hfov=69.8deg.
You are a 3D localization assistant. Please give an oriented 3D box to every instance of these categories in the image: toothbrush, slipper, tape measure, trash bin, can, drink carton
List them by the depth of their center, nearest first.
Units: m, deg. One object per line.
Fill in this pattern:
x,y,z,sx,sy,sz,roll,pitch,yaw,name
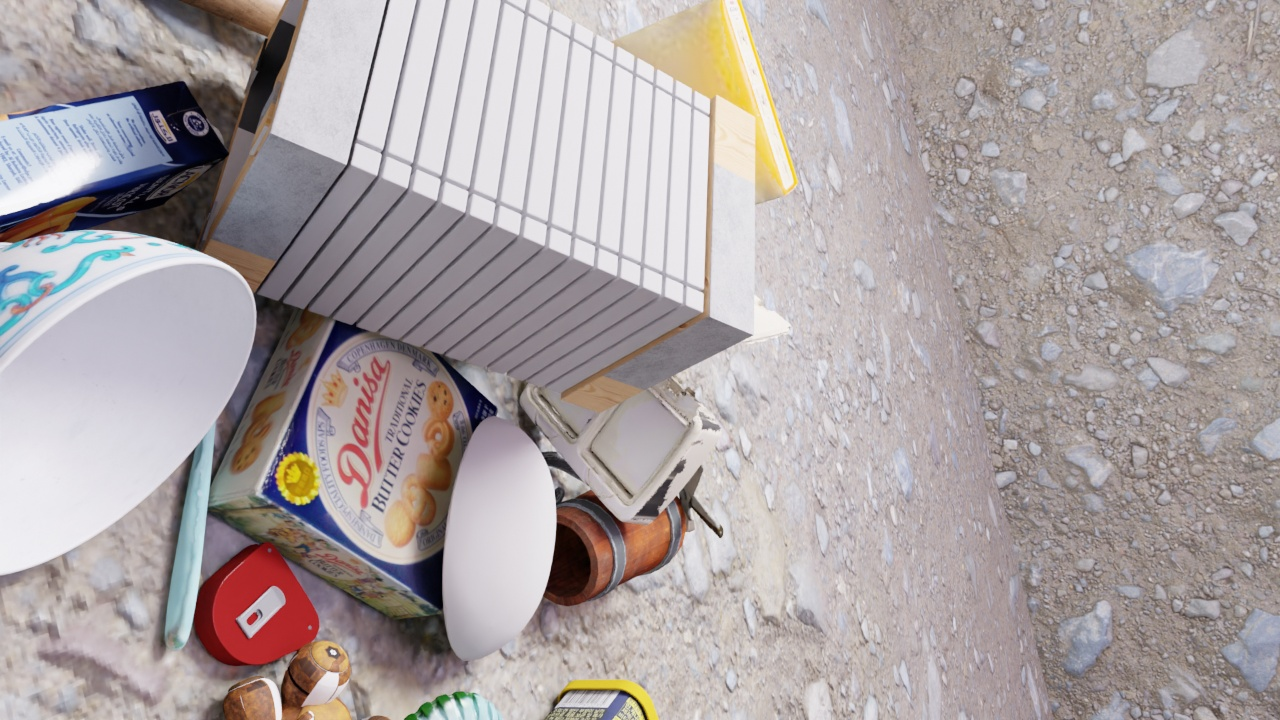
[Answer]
-0.248,-0.078,0.388,0.040,0.064,0.129,62,32,-12,drink carton
-0.215,0.047,0.446,0.016,0.016,0.180,29,53,-57,toothbrush
-0.189,0.127,0.454,0.059,0.019,0.051,66,30,-19,tape measure
-0.105,0.283,0.476,0.115,0.070,0.276,-35,128,-43,slipper
-0.079,-0.091,0.491,0.246,0.143,0.142,20,60,-30,trash bin
-0.030,0.302,0.611,0.104,0.075,0.135,-34,109,-57,can

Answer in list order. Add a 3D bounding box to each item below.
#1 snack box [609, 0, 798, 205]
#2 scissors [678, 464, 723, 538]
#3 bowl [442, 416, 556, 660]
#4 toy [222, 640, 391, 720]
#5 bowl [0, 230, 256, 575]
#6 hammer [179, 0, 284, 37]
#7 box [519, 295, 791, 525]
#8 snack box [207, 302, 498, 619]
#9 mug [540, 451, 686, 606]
0.051,-0.236,0.901,0.080,0.145,0.195,-45,118,-60,snack box
0.027,0.110,0.754,0.198,0.015,0.180,-121,-158,-49,scissors
-0.079,0.110,0.570,0.149,0.043,0.149,5,89,-83,bowl
-0.169,0.192,0.419,0.087,0.067,0.112,56,18,-4,toy
-0.231,0.002,0.353,0.074,0.144,0.143,34,33,6,bowl
-0.159,-0.188,0.572,0.321,0.040,0.129,13,98,-47,hammer
-0.004,0.003,0.633,0.143,0.180,0.080,43,13,32,box
-0.153,0.052,0.526,0.145,0.043,0.144,49,38,-41,snack box
-0.037,0.117,0.684,0.117,0.082,0.110,57,30,12,mug
